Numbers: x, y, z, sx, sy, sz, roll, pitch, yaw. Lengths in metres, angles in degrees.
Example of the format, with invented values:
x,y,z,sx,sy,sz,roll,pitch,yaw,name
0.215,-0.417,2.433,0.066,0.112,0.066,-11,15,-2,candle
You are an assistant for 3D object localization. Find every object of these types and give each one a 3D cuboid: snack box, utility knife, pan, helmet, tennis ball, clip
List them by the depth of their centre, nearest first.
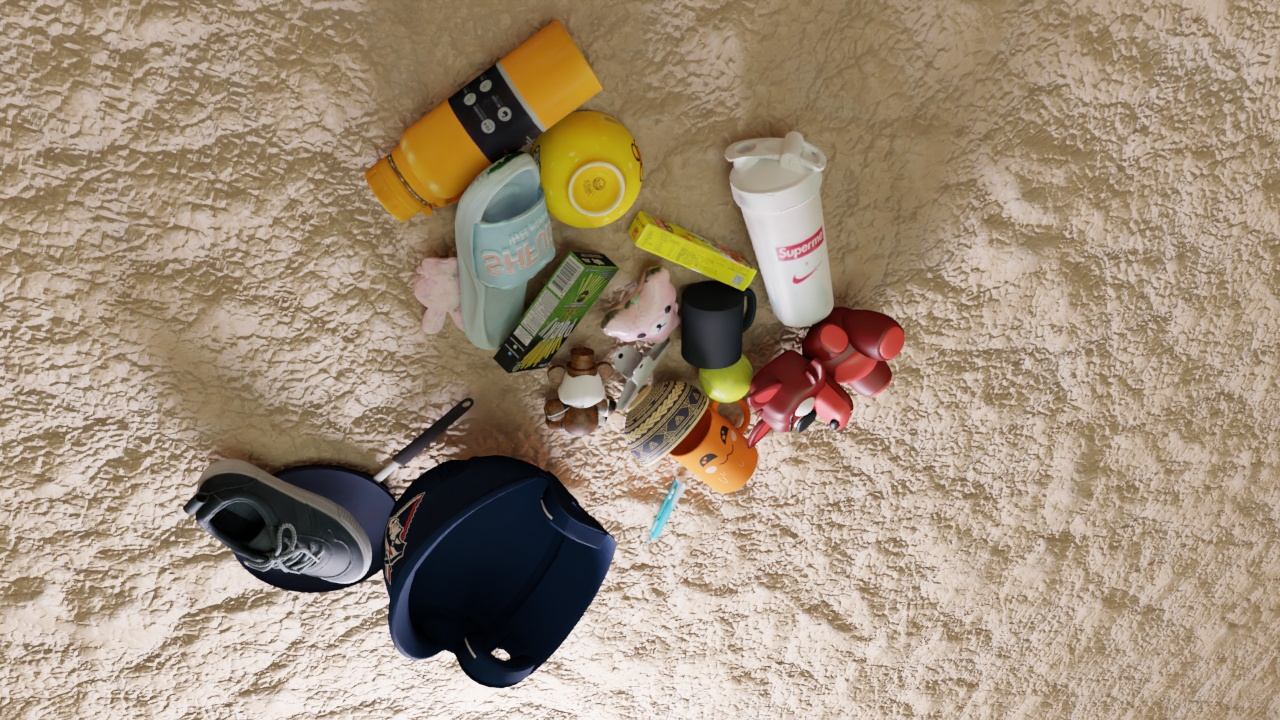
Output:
x,y,z,sx,sy,sz,roll,pitch,yaw,name
-0.091,-0.052,0.996,0.148,0.025,0.080,-52,164,18,snack box
-0.181,0.212,1.003,0.232,0.223,0.272,-61,161,8,helmet
0.058,-0.121,1.015,0.148,0.040,0.029,20,115,-26,snack box
-0.006,0.007,1.069,0.101,0.040,0.054,-57,148,-8,clip
-0.329,0.154,1.093,0.357,0.021,0.198,-39,124,12,pan
0.103,0.018,1.103,0.065,0.065,0.065,-8,124,-12,tennis ball
0.034,0.206,1.234,0.015,0.022,0.124,9,119,-30,utility knife

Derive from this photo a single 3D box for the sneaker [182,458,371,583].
x,y,z,sx,sy,sz,roll,pitch,yaw,name
-0.400,0.198,1.034,0.089,0.087,0.235,-42,124,12,sneaker

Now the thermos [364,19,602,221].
x,y,z,sx,sy,sz,roll,pitch,yaw,name
-0.146,-0.215,0.869,0.233,0.076,0.091,-34,118,7,thermos

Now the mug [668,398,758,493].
x,y,z,sx,sy,sz,roll,pitch,yaw,name
0.098,0.096,1.156,0.096,0.078,0.112,40,78,-33,mug

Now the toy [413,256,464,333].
x,y,z,sx,sy,sz,roll,pitch,yaw,name
-0.206,-0.071,0.968,0.063,0.047,0.110,-6,135,-11,toy

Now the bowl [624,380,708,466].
x,y,z,sx,sy,sz,roll,pitch,yaw,name
0.020,0.064,1.093,0.061,0.112,0.112,44,104,-7,bowl

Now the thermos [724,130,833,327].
x,y,z,sx,sy,sz,roll,pitch,yaw,name
0.163,-0.142,1.003,0.099,0.099,0.221,-23,130,-1,thermos

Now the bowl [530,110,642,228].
x,y,z,sx,sy,sz,roll,pitch,yaw,name
-0.051,-0.184,0.924,0.117,0.067,0.117,-8,124,-12,bowl

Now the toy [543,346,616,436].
x,y,z,sx,sy,sz,roll,pitch,yaw,name
-0.070,0.038,1.073,0.087,0.067,0.113,-4,114,-14,toy

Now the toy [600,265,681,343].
x,y,z,sx,sy,sz,roll,pitch,yaw,name
0.011,-0.053,1.040,0.099,0.052,0.096,-46,137,5,toy

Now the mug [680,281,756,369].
x,y,z,sx,sy,sz,roll,pitch,yaw,name
0.095,-0.047,1.064,0.104,0.071,0.078,-26,131,-32,mug

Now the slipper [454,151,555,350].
x,y,z,sx,sy,sz,roll,pitch,yaw,name
-0.128,-0.100,0.917,0.074,0.103,0.246,29,138,15,slipper

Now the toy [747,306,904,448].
x,y,z,sx,sy,sz,roll,pitch,yaw,name
0.210,0.024,1.088,0.197,0.120,0.158,-35,157,-11,toy
